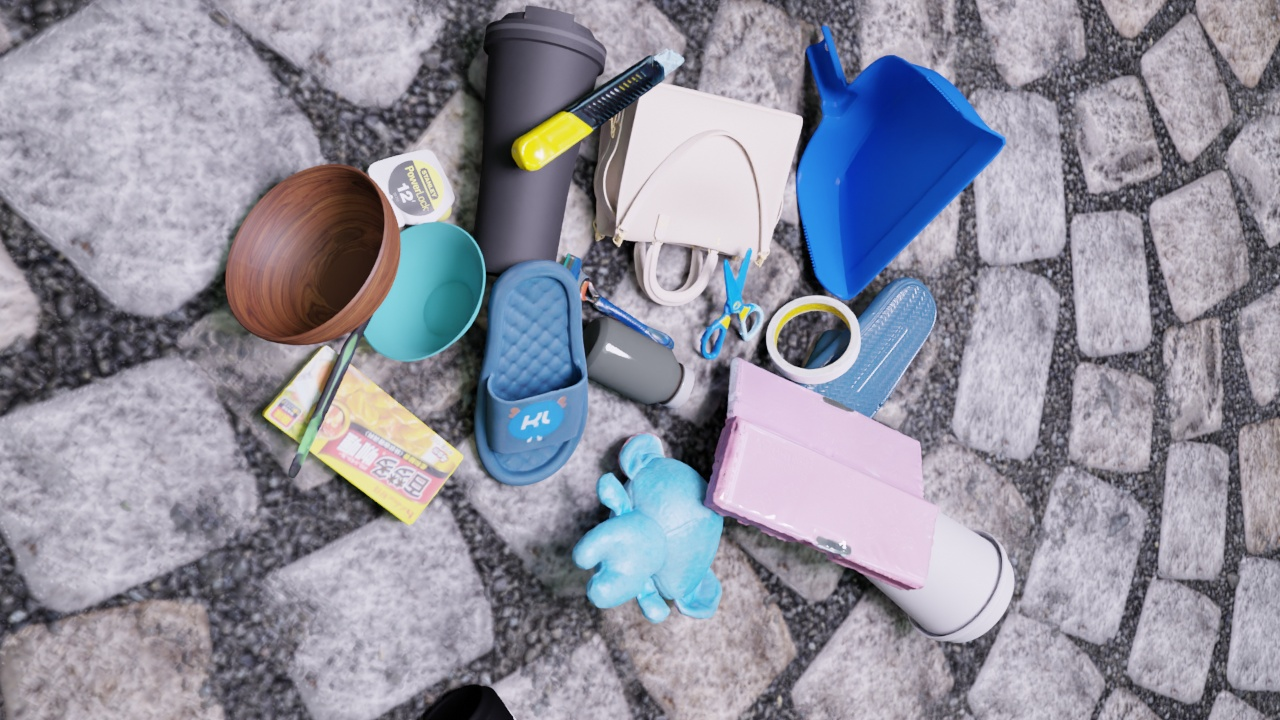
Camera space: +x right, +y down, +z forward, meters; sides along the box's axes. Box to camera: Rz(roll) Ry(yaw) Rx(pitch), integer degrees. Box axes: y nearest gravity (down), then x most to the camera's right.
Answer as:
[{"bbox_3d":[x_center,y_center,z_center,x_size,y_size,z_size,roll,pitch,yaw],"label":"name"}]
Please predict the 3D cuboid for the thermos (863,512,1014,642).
[{"bbox_3d":[0.274,0.193,0.971,0.222,0.132,0.131,36,74,-14],"label":"thermos"}]

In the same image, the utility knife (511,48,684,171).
[{"bbox_3d":[-0.031,-0.213,0.764,0.186,0.020,0.029,-38,122,-21],"label":"utility knife"}]

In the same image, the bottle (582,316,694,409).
[{"bbox_3d":[-0.005,0.005,0.859,0.108,0.060,0.060,27,78,-24],"label":"bottle"}]

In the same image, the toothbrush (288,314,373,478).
[{"bbox_3d":[-0.242,0.006,0.738,0.014,0.017,0.187,37,70,-50],"label":"toothbrush"}]

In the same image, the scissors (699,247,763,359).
[{"bbox_3d":[0.100,-0.059,0.902,0.096,0.020,0.133,-17,134,-38],"label":"scissors"}]

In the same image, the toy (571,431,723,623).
[{"bbox_3d":[-0.001,0.166,0.837,0.180,0.115,0.183,-22,91,-46],"label":"toy"}]

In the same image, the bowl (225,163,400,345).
[{"bbox_3d":[-0.242,-0.072,0.719,0.147,0.147,0.069,-67,153,-11],"label":"bowl"}]

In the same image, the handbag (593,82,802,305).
[{"bbox_3d":[0.047,-0.150,0.876,0.194,0.101,0.198,5,100,-27],"label":"handbag"}]

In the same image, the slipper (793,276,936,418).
[{"bbox_3d":[0.233,0.001,0.981,0.213,0.059,0.104,-46,115,-5],"label":"slipper"}]

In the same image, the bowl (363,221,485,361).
[{"bbox_3d":[-0.172,-0.051,0.769,0.046,0.121,0.121,39,68,-63],"label":"bowl"}]

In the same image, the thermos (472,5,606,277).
[{"bbox_3d":[-0.096,-0.180,0.796,0.105,0.106,0.218,8,91,-26],"label":"thermos"}]

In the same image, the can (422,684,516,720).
[{"bbox_3d":[-0.124,0.357,0.788,0.080,0.080,0.146,-37,106,-22],"label":"can"}]

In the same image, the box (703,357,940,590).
[{"bbox_3d":[0.181,0.102,0.877,0.232,0.051,0.179,23,56,-14],"label":"box"}]

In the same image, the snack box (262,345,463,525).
[{"bbox_3d":[-0.229,0.063,0.766,0.152,0.025,0.075,43,72,-20],"label":"snack box"}]

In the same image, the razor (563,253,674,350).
[{"bbox_3d":[-0.023,-0.046,0.873,0.141,0.018,0.043,35,58,-25],"label":"razor"}]

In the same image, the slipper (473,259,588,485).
[{"bbox_3d":[-0.087,0.017,0.789,0.103,0.059,0.214,-6,118,-24],"label":"slipper"}]

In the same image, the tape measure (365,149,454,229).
[{"bbox_3d":[-0.197,-0.144,0.787,0.064,0.017,0.064,-26,102,-24],"label":"tape measure"}]

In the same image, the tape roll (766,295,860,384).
[{"bbox_3d":[0.176,-0.022,0.937,0.094,0.094,0.019,-57,153,-15],"label":"tape roll"}]

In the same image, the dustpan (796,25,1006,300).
[{"bbox_3d":[0.224,-0.235,0.922,0.059,0.246,0.257,6,57,-23],"label":"dustpan"}]
